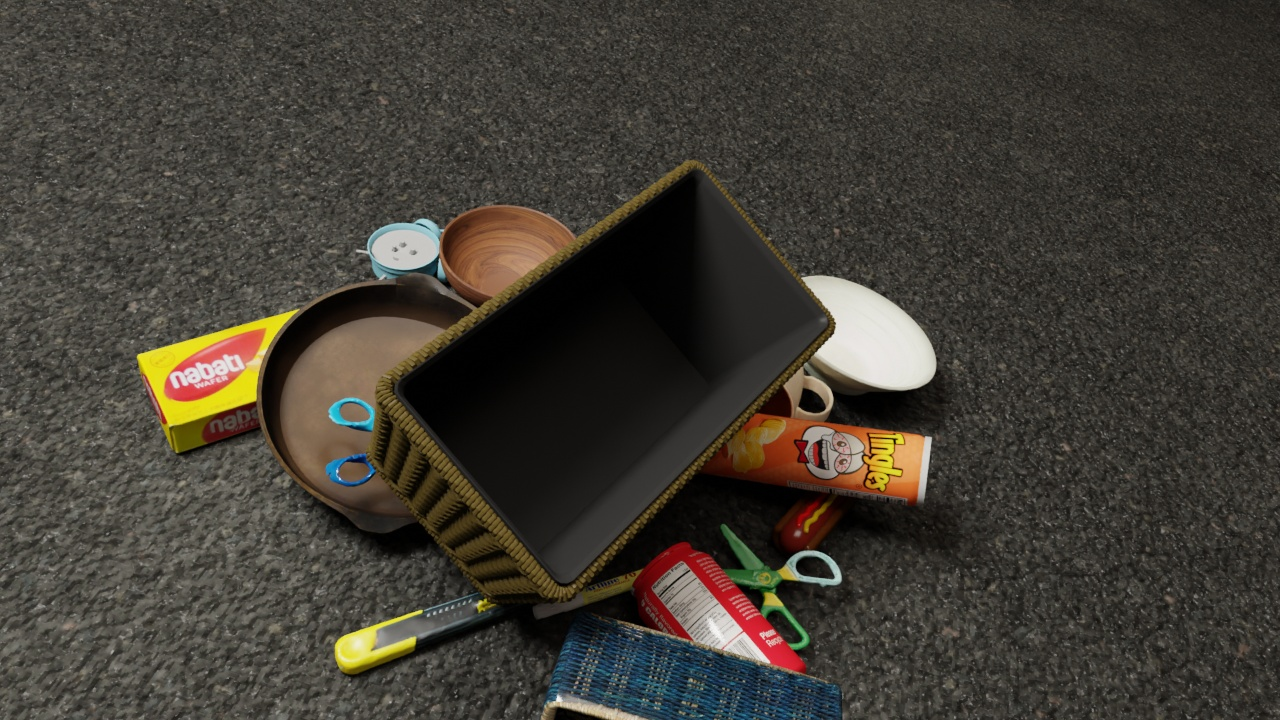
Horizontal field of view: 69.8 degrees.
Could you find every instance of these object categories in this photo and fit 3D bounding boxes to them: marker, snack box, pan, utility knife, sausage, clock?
[{"bbox_3d":[-0.026,0.189,0.761,0.132,0.014,0.014,-12,51,-24],"label":"marker"},{"bbox_3d":[-0.336,0.008,0.835,0.200,0.042,0.092,-21,56,-30],"label":"snack box"},{"bbox_3d":[-0.151,0.051,0.819,0.355,0.043,0.248,12,59,-15],"label":"pan"},{"bbox_3d":[-0.150,0.201,0.715,0.170,0.020,0.028,-15,53,-28],"label":"utility knife"},{"bbox_3d":[0.176,0.128,0.853,0.040,0.040,0.155,36,49,20],"label":"sausage"},{"bbox_3d":[-0.234,-0.118,0.983,0.123,0.042,0.087,-18,54,-26],"label":"clock"}]

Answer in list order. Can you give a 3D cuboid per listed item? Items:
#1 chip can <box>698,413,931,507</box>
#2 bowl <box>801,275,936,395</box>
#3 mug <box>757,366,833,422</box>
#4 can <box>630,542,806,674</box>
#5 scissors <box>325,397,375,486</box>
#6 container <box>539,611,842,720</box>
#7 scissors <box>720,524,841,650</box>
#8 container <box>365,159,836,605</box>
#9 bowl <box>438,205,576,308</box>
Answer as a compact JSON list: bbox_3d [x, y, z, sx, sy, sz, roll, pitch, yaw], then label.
[{"bbox_3d":[0.149,0.085,0.828,0.210,0.062,0.062,7,43,18],"label":"chip can"},{"bbox_3d":[0.221,-0.013,0.978,0.176,0.058,0.176,14,40,-12],"label":"bowl"},{"bbox_3d":[0.135,0.028,0.905,0.111,0.085,0.104,19,31,10],"label":"mug"},{"bbox_3d":[0.060,0.215,0.715,0.074,0.075,0.142,-25,57,-32],"label":"can"},{"bbox_3d":[-0.193,0.080,0.753,0.135,0.016,0.086,15,54,-18],"label":"scissors"},{"bbox_3d":[0.026,0.256,0.618,0.187,0.146,0.071,16,42,1],"label":"container"},{"bbox_3d":[0.113,0.183,0.785,0.119,0.012,0.128,-31,62,-12],"label":"scissors"},{"bbox_3d":[-0.043,0.029,0.712,0.176,0.206,0.320,49,57,0],"label":"container"},{"bbox_3d":[-0.137,-0.090,0.961,0.147,0.069,0.147,8,46,-8],"label":"bowl"}]
